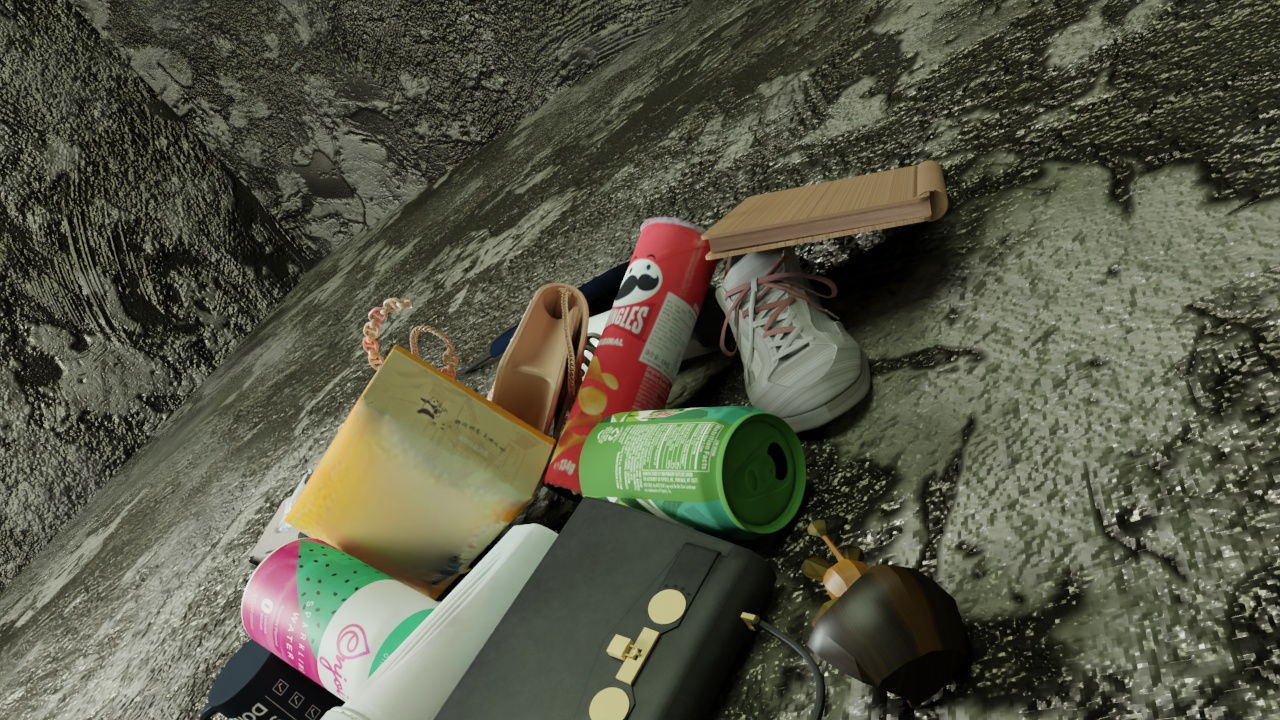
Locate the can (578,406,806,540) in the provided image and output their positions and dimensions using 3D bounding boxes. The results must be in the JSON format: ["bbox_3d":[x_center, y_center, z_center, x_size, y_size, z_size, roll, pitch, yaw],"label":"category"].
[{"bbox_3d":[0.031,0.073,0.606,0.144,0.083,0.082,-7,39,52],"label":"can"}]

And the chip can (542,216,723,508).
[{"bbox_3d":[-0.004,0.004,0.721,0.073,0.073,0.232,-4,60,54],"label":"chip can"}]

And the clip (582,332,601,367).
[{"bbox_3d":[-0.028,0.008,0.827,0.023,0.076,0.047,-19,31,40],"label":"clip"}]

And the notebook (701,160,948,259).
[{"bbox_3d":[0.152,-0.123,0.724,0.169,0.022,0.210,-8,15,19],"label":"notebook"}]

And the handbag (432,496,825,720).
[{"bbox_3d":[0.010,0.175,0.503,0.196,0.072,0.175,1,44,42],"label":"handbag"}]

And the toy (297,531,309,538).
[{"bbox_3d":[-0.256,0.162,0.862,0.119,0.097,0.100,-54,7,-12],"label":"toy"}]

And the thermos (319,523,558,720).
[{"bbox_3d":[-0.117,0.206,0.582,0.100,0.099,0.219,-13,27,47],"label":"thermos"}]

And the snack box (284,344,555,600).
[{"bbox_3d":[-0.180,0.103,0.725,0.196,0.145,0.080,-47,16,40],"label":"snack box"}]

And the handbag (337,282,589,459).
[{"bbox_3d":[-0.139,-0.001,0.766,0.199,0.187,0.116,110,174,-45],"label":"handbag"}]

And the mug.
[{"bbox_3d":[-0.306,0.280,0.745,0.105,0.077,0.071,-36,23,7],"label":"mug"}]

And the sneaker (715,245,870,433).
[{"bbox_3d":[0.100,-0.035,0.691,0.099,0.089,0.235,-35,23,11],"label":"sneaker"}]

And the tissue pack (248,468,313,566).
[{"bbox_3d":[-0.352,0.172,1.008,0.182,0.071,0.103,-20,37,36],"label":"tissue pack"}]

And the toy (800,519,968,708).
[{"bbox_3d":[0.108,0.116,0.441,0.076,0.063,0.100,-8,32,-19],"label":"toy"}]

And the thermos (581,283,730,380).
[{"bbox_3d":[-0.021,-0.016,0.873,0.231,0.068,0.067,-18,31,43],"label":"thermos"}]

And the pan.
[{"bbox_3d":[-0.131,-0.038,1.083,0.198,0.021,0.358,-35,6,-42],"label":"pan"}]

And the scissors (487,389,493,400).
[{"bbox_3d":[-0.192,0.056,1.067,0.159,0.014,0.172,-23,28,33],"label":"scissors"}]

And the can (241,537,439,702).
[{"bbox_3d":[-0.214,0.197,0.680,0.166,0.088,0.088,16,54,33],"label":"can"}]
